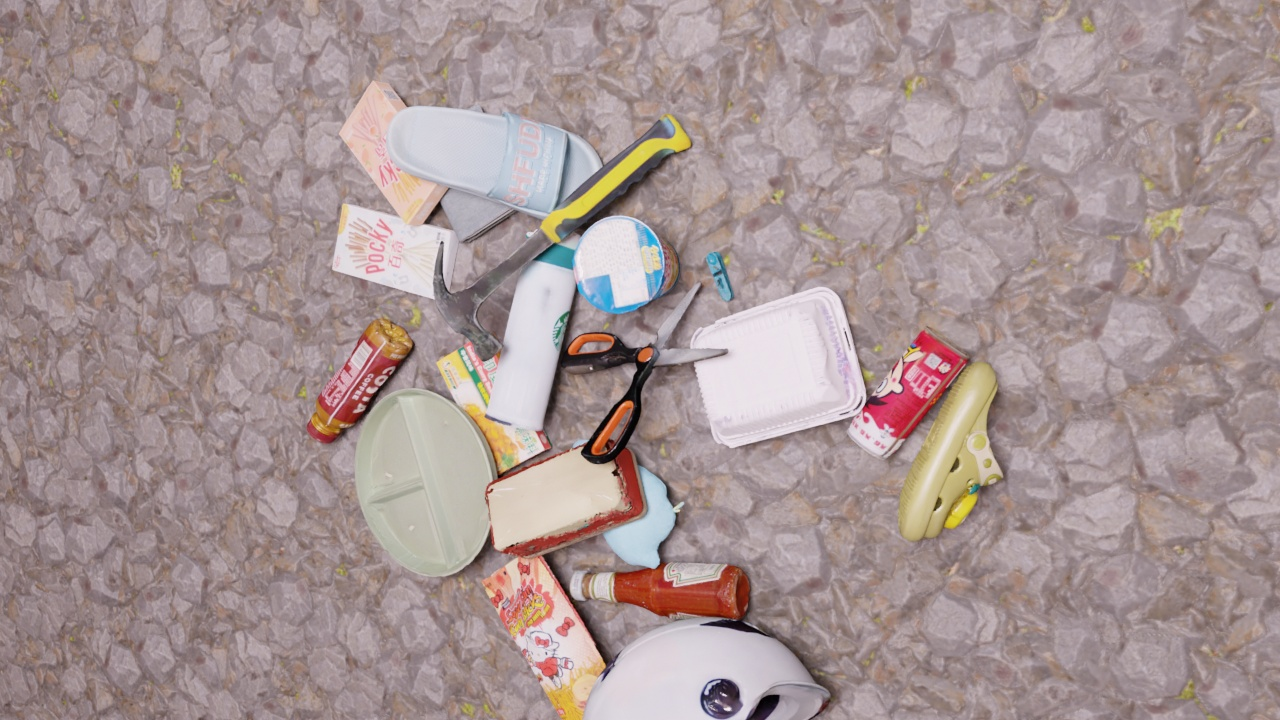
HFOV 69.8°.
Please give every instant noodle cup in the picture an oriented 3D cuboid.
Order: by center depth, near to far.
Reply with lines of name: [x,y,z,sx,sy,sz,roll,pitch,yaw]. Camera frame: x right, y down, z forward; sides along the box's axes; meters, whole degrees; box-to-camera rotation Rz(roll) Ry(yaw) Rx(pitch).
instant noodle cup: [0.130,0.008,0.941,0.174,0.060,0.138,-18,80,26]
instant noodle cup: [-0.006,-0.100,0.969,0.099,0.109,0.099,2,96,19]

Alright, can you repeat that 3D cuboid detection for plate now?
plate: [-0.259,0.146,1.111,0.231,0.027,0.230,4,98,31]

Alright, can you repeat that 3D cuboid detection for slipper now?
slipper: [0.313,0.097,0.889,0.081,0.091,0.191,23,100,14]
slipper: [-0.156,-0.224,0.998,0.245,0.074,0.104,13,85,-4]

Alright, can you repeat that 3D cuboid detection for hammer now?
hammer: [-0.084,-0.148,0.970,0.323,0.032,0.126,-41,104,-3]

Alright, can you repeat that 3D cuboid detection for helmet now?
helmet: [0.051,0.353,0.956,0.258,0.229,0.146,-26,55,-8]

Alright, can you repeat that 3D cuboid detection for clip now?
clip: [0.086,-0.090,0.985,0.014,0.046,0.057,-18,90,19]

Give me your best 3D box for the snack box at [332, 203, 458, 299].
snack box: [-0.298,-0.132,1.116,0.157,0.026,0.085,16,101,17]

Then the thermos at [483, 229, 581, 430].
thermos: [-0.114,-0.037,1.027,0.073,0.073,0.224,14,92,18]

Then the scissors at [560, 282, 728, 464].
scissors: [-0.006,0.007,0.978,0.221,0.021,0.230,17,69,47]

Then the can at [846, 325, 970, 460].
can: [0.265,0.034,0.915,0.053,0.053,0.133,38,107,12]

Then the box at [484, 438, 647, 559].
box: [-0.087,0.152,0.998,0.169,0.077,0.091,-24,64,20]

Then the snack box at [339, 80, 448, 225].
snack box: [-0.285,-0.243,1.076,0.085,0.026,0.157,-46,72,26]

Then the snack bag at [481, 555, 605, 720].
snack bag: [-0.102,0.325,1.072,0.129,0.073,0.208,-41,80,41]

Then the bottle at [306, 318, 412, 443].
bottle: [-0.352,0.029,1.136,0.057,0.057,0.175,44,108,10]

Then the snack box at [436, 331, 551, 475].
snack box: [-0.174,0.052,1.090,0.077,0.027,0.155,-29,86,19]

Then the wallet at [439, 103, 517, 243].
wallet: [-0.197,-0.217,1.064,0.107,0.037,0.129,-28,85,22]

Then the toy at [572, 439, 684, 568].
toy: [-0.028,0.161,1.038,0.157,0.049,0.161,-19,78,25]

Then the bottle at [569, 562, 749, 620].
bottle: [0.017,0.257,1.029,0.206,0.059,0.060,-4,94,25]
